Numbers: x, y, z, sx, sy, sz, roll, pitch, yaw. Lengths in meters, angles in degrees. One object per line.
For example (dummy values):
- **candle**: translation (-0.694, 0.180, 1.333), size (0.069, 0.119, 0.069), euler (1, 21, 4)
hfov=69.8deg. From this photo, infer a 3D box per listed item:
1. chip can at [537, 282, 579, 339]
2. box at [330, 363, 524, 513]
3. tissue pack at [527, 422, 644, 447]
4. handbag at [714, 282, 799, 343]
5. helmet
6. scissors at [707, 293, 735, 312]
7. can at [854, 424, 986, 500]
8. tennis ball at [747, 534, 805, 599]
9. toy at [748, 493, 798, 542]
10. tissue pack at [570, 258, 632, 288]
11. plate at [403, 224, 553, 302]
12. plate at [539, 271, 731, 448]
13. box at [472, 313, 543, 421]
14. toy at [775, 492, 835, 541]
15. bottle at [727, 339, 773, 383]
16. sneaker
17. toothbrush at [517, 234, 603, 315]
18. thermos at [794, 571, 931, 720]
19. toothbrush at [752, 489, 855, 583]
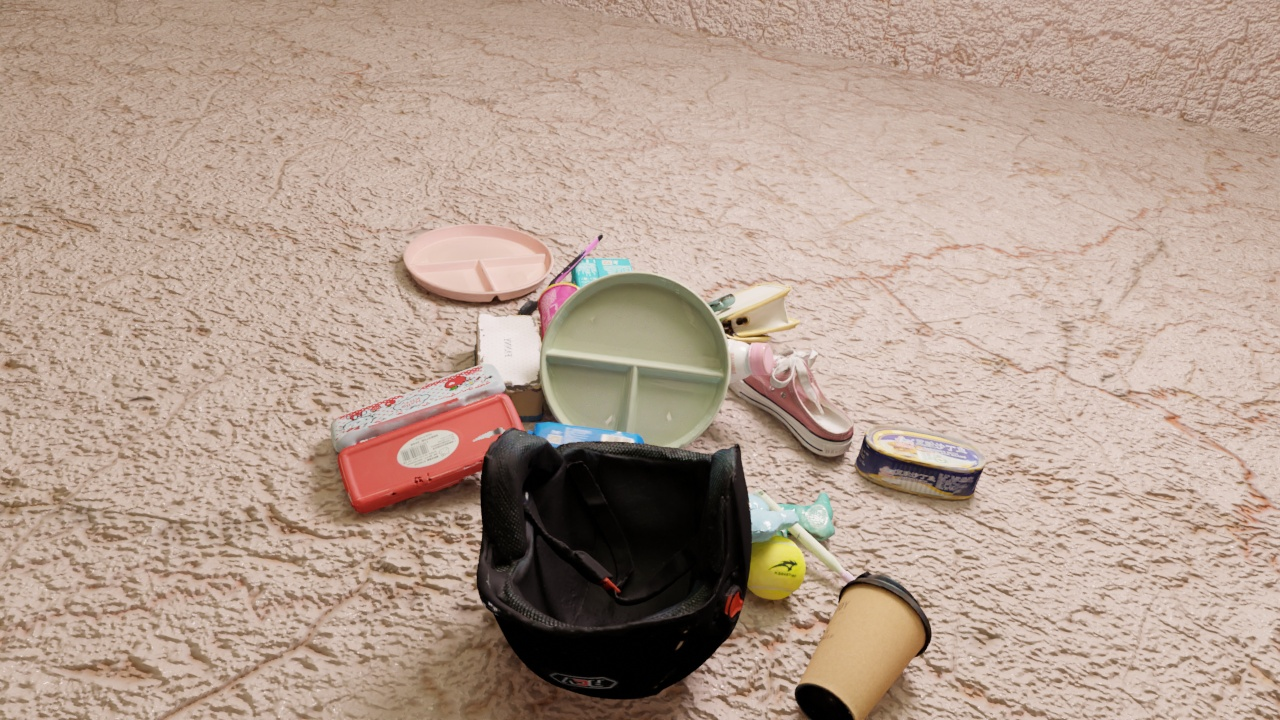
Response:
- **chip can**: translation (-0.097, -0.021, 1.227), size (0.071, 0.072, 0.210), euler (1, 35, -11)
- **box**: translation (-0.239, 0.076, 1.024), size (0.201, 0.064, 0.160), euler (-20, 50, -13)
- **tissue pack**: translation (-0.063, 0.119, 1.040), size (0.157, 0.052, 0.094), euler (8, 32, 0)
- **handbag**: translation (0.124, -0.049, 1.287), size (0.178, 0.063, 0.163), euler (-21, 8, -3)
- **helmet**: translation (-0.019, 0.179, 0.801), size (0.234, 0.230, 0.273), euler (2, 30, 18)
- **scissors**: translation (0.044, -0.045, 1.243), size (0.177, 0.019, 0.171), euler (-23, 7, 15)
- **can**: translation (0.341, 0.123, 1.121), size (0.148, 0.049, 0.074), euler (11, 33, 5)
- **tennis ball**: translation (0.135, 0.210, 0.933), size (0.065, 0.066, 0.065), euler (6, 34, -4)
- **toy**: translation (0.089, 0.162, 0.972), size (0.161, 0.050, 0.156), euler (-2, 0, 15)
- **tissue pack**: translation (-0.056, -0.110, 1.387), size (0.093, 0.050, 0.133), euler (-1, 34, -9)
- **plate**: translation (-0.251, -0.152, 1.429), size (0.229, 0.028, 0.229), euler (5, 34, -3)
- **plate**: translation (-0.007, 0.006, 1.109), size (0.230, 0.230, 0.027), euler (8, -6, 0)
- **box**: translation (-0.171, 0.003, 1.186), size (0.089, 0.063, 0.184), euler (2, 32, -10)
- **toy**: translation (0.171, 0.183, 1.017), size (0.092, 0.030, 0.096), euler (2, 41, 0)
- **bottle**: translation (0.070, 0.004, 1.169), size (0.197, 0.068, 0.068), euler (-3, 27, 26)
- **sneaker**: translation (0.193, 0.026, 1.198), size (0.118, 0.088, 0.241), euler (-12, 36, -28)
- **toothbrush**: translation (-0.118, -0.129, 1.373), size (0.018, 0.014, 0.188), euler (22, 60, 38)
- **thermos**: translation (0.202, 0.270, 0.845), size (0.093, 0.093, 0.142), euler (28, 46, 27)
- **toothbrush**: translation (0.191, 0.201, 0.974), size (0.029, 0.020, 0.189), euler (-29, 58, -35)
